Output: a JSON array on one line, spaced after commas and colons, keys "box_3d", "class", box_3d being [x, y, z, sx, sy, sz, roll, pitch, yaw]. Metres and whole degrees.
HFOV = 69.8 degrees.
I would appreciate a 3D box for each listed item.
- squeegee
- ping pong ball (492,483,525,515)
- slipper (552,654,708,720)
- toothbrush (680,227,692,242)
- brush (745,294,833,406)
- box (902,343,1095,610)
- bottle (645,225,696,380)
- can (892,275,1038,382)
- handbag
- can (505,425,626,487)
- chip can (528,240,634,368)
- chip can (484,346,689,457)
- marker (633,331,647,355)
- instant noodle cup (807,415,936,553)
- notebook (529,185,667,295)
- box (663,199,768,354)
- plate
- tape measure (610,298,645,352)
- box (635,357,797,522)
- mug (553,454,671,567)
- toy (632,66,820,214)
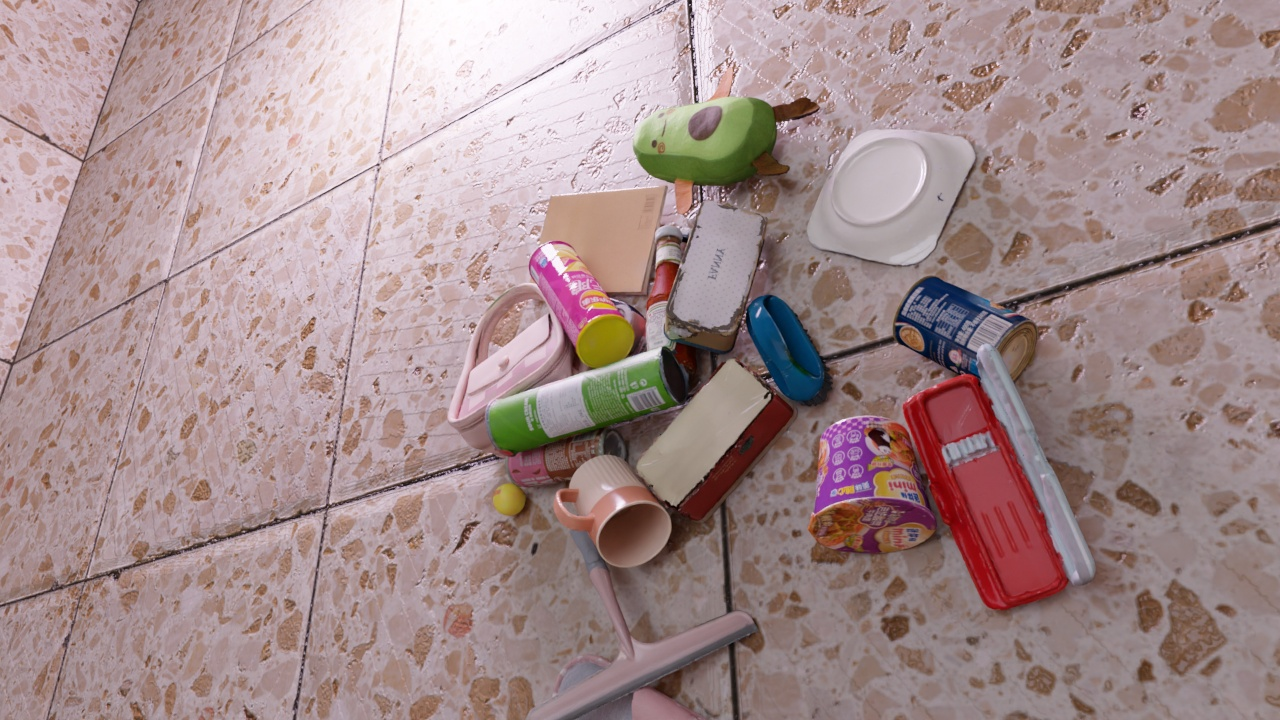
[{"box_3d": [-0.040, 0.241, 0.984, 0.247, 0.040, 0.249, -26, 37, -4], "class": "squeegee"}, {"box_3d": [-0.163, 0.173, 1.140, 0.040, 0.040, 0.040, -17, 57, 29], "class": "ping pong ball"}, {"box_3d": [0.003, 0.377, 0.898, 0.275, 0.054, 0.114, 24, 82, 43], "class": "slipper"}, {"box_3d": [0.001, -0.176, 1.218, 0.181, 0.015, 0.018, 16, 71, 40], "class": "toothbrush"}, {"box_3d": [0.151, -0.017, 0.981, 0.055, 0.073, 0.143, -38, 50, 19], "class": "brush"}, {"box_3d": [0.295, 0.098, 0.764, 0.119, 0.098, 0.201, -29, 66, 27], "class": "box"}, {"box_3d": [0.036, -0.071, 1.107, 0.060, 0.059, 0.205, -18, 57, 29], "class": "bottle"}, {"box_3d": [0.307, -0.025, 0.868, 0.111, 0.075, 0.075, 36, 90, 42], "class": "can"}, {"box_3d": [-0.162, -0.008, 1.217, 0.194, 0.093, 0.233, -33, 44, 18], "class": "handbag"}, {"box_3d": [-0.090, 0.117, 1.103, 0.148, 0.058, 0.057, -13, 60, 32], "class": "can"}, {"box_3d": [-0.078, -0.075, 1.143, 0.071, 0.071, 0.210, -45, 39, 9], "class": "chip can"}, {"box_3d": [-0.063, 0.048, 1.044, 0.236, 0.072, 0.072, -18, 57, 24], "class": "chip can"}, {"box_3d": [-0.007, 0.007, 1.126, 0.017, 0.017, 0.145, 17, 78, 41], "class": "marker"}, {"box_3d": [0.211, 0.112, 0.851, 0.112, 0.111, 0.099, -17, 50, 29], "class": "instant noodle cup"}, {"box_3d": [-0.062, -0.161, 1.243, 0.212, 0.012, 0.149, 4, 77, 39], "class": "notebook"}, {"box_3d": [0.088, -0.102, 1.052, 0.090, 0.061, 0.183, 18, 64, 8], "class": "box"}, {"box_3d": [0.268, -0.190, 1.013, 0.164, 0.034, 0.164, 19, 80, 41], "class": "plate"}, {"box_3d": [-0.027, -0.039, 1.155, 0.066, 0.033, 0.065, 23, 83, 44], "class": "tape measure"}, {"box_3d": [0.075, 0.082, 0.985, 0.168, 0.076, 0.091, -49, 49, 4], "class": "box"}, {"box_3d": [-0.039, 0.161, 0.995, 0.106, 0.114, 0.082, 47, 127, 57], "class": "mug"}, {"box_3d": [0.091, -0.277, 1.154, 0.247, 0.090, 0.226, 4, 61, 34], "class": "toy"}]
